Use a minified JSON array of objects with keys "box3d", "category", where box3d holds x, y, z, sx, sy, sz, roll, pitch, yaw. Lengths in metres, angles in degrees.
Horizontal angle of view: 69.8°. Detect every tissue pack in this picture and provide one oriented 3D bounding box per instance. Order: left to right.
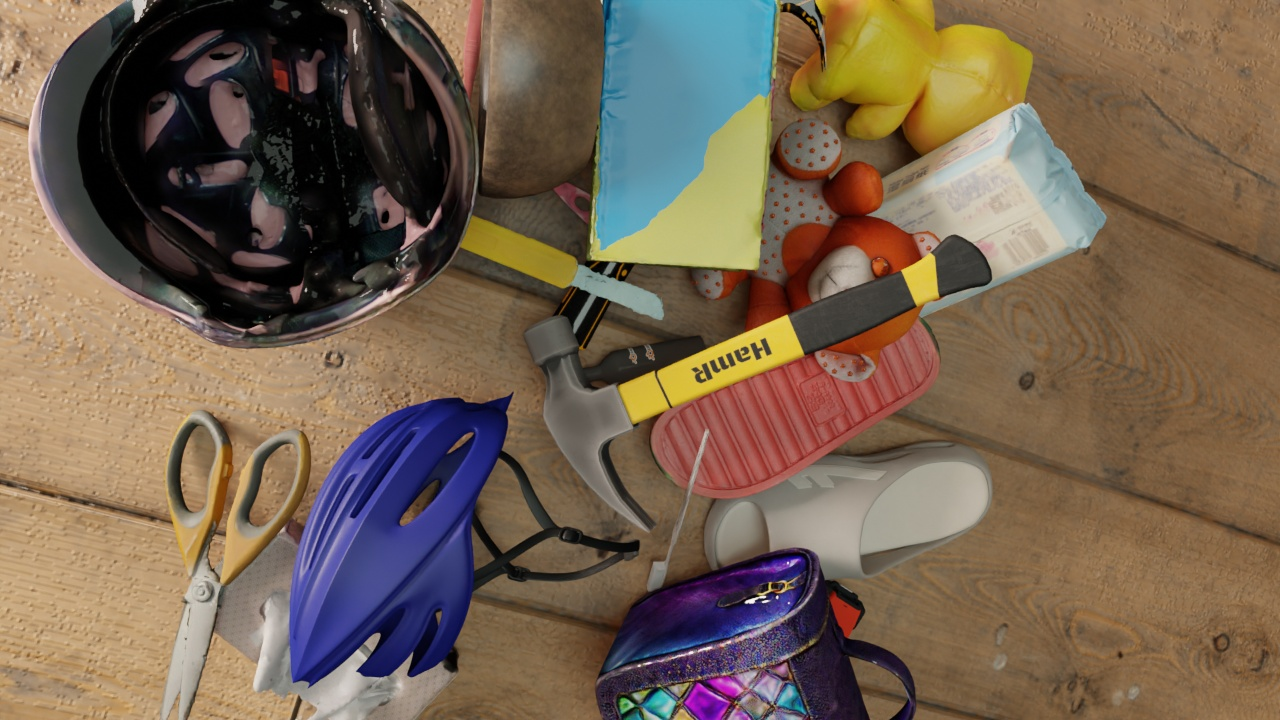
[{"box3d":[-0.235,0.215,0.692,0.104,0.071,0.181,-45,108,-5],"category":"tissue pack"},{"box3d":[0.247,-0.109,0.719,0.112,0.182,0.069,48,43,-18],"category":"tissue pack"}]

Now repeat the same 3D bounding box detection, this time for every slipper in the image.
[{"box3d":[0.124,0.034,0.749,0.248,0.059,0.103,-23,96,-7],"category":"slipper"},{"box3d":[0.189,0.134,0.769,0.265,0.080,0.113,-8,102,-12],"category":"slipper"}]

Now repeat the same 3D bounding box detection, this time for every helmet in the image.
[{"box3d":[-0.236,-0.132,0.598,0.255,0.152,0.230,-13,103,-9],"category":"helmet"},{"box3d":[-0.119,0.137,0.649,0.227,0.148,0.240,28,58,-11],"category":"helmet"}]

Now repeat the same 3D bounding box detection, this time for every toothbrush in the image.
[{"box3d":[-0.125,-0.235,0.681,0.015,0.015,0.184,7,94,-7],"category":"toothbrush"},{"box3d":[-0.052,-0.126,0.711,0.135,0.016,0.021,35,95,-15],"category":"toothbrush"},{"box3d":[0.028,0.122,0.721,0.010,0.010,0.182,3,127,-14],"category":"toothbrush"}]

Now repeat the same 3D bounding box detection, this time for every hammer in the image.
[{"box3d":[0.024,-0.146,0.691,0.123,0.036,0.321,30,98,-6],"category":"hammer"},{"box3d":[0.083,-0.002,0.641,0.325,0.034,0.170,-23,87,13],"category":"hammer"}]

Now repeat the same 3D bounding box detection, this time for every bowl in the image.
[{"box3d":[-0.069,-0.189,0.615,0.070,0.162,0.162,2,97,-13],"category":"bowl"}]

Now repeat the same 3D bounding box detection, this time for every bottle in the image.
[{"box3d":[-0.004,0.004,0.732,0.113,0.030,0.030,-11,100,-11],"category":"bottle"}]

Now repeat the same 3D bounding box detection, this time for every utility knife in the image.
[{"box3d":[-0.083,-0.076,0.682,0.218,0.019,0.030,22,102,5],"category":"utility knife"}]

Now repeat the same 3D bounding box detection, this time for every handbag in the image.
[{"box3d":[0.097,0.266,0.704,0.222,0.125,0.205,-16,102,18],"category":"handbag"}]

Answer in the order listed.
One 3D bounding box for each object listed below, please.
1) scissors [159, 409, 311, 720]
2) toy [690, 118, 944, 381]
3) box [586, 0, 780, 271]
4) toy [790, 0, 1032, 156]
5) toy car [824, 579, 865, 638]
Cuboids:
[{"box3d":[-0.316,0.145,0.655,0.134,0.016,0.227,19,83,9],"category":"scissors"},{"box3d":[0.135,-0.075,0.692,0.172,0.092,0.164,43,111,17],"category":"toy"},{"box3d":[0.028,-0.174,0.635,0.124,0.082,0.221,1,95,-4],"category":"box"},{"box3d":[0.224,-0.232,0.726,0.193,0.087,0.134,22,88,-14],"category":"toy"},{"box3d":[0.154,0.241,0.791,0.051,0.049,0.100,34,89,-15],"category":"toy car"}]
